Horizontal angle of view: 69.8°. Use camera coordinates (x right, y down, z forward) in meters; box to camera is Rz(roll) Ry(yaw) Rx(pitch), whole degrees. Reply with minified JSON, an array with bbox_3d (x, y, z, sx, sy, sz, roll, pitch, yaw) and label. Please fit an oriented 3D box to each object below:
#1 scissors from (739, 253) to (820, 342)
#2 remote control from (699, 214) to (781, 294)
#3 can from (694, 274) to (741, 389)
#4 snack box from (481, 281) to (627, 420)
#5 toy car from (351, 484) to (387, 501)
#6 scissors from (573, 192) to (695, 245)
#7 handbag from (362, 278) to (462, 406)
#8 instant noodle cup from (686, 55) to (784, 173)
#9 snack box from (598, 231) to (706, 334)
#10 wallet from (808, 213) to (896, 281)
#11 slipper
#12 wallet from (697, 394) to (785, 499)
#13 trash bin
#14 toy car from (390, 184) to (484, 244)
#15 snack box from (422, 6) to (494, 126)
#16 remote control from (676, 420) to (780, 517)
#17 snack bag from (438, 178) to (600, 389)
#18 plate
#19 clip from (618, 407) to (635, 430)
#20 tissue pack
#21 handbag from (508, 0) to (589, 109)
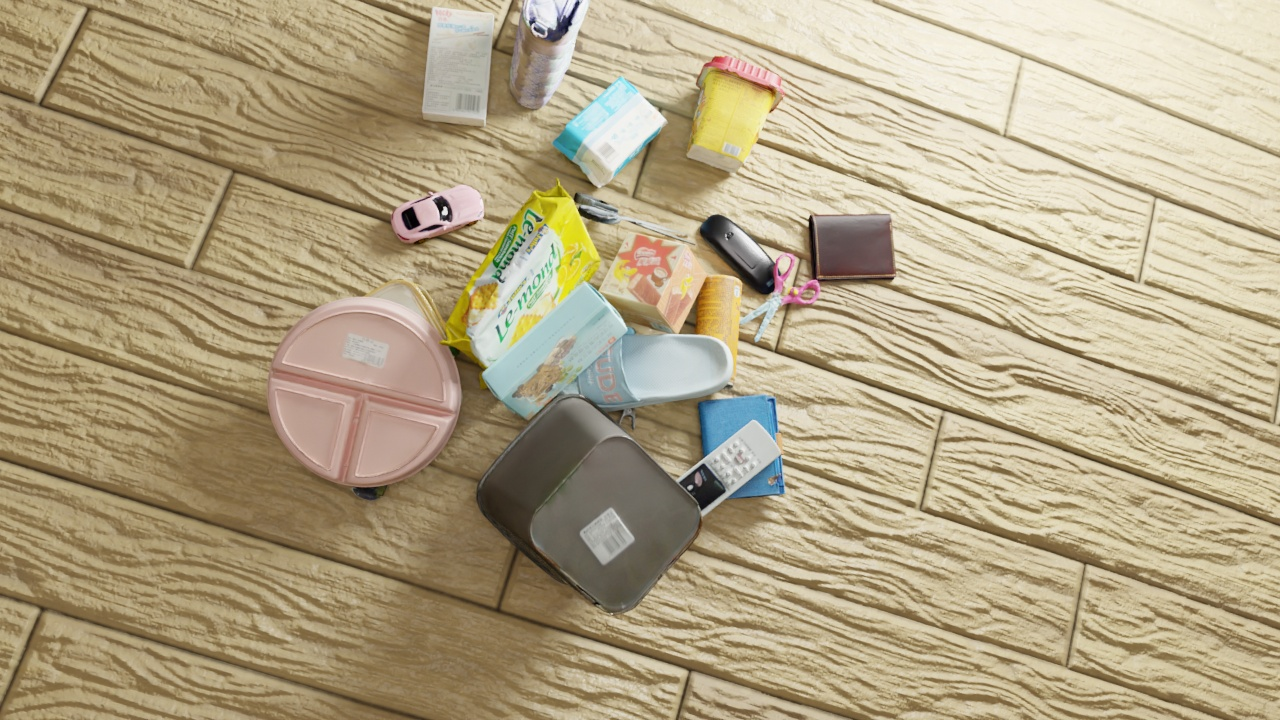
[{"bbox_3d":[0.181,-0.089,1.250,0.136,0.017,0.105,-29,105,-13],"label":"scissors"},{"bbox_3d":[0.140,-0.148,1.258,0.136,0.024,0.053,44,77,1],"label":"remote control"},{"bbox_3d":[0.101,-0.038,1.214,0.058,0.058,0.146,7,79,-8],"label":"can"},{"bbox_3d":[-0.102,-0.010,1.110,0.175,0.074,0.051,-42,59,0],"label":"snack box"},{"bbox_3d":[-0.323,0.128,1.128,0.042,0.035,0.090,20,85,-2],"label":"toy car"},{"bbox_3d":[-0.015,-0.188,1.219,0.173,0.159,0.014,31,114,26],"label":"scissors"},{"bbox_3d":[-0.302,0.008,1.128,0.163,0.063,0.178,-32,92,2],"label":"handbag"},{"bbox_3d":[0.121,-0.331,1.251,0.116,0.116,0.123,19,89,-4],"label":"instant noodle cup"},{"bbox_3d":[0.016,-0.100,1.183,0.093,0.077,0.094,18,74,32],"label":"snack box"},{"bbox_3d":[0.298,-0.159,1.289,0.122,0.020,0.096,-2,85,-10],"label":"wallet"},{"bbox_3d":[-0.007,0.007,1.156,0.245,0.074,0.104,-2,73,9],"label":"slipper"},{"bbox_3d":[0.133,0.114,1.201,0.106,0.040,0.133,-5,82,-1],"label":"wallet"},{"bbox_3d":[-0.055,0.167,1.047,0.199,0.220,0.198,45,81,-14],"label":"trash bin"},{"bbox_3d":[-0.264,-0.192,1.197,0.122,0.037,0.056,-22,85,-13],"label":"toy car"},{"bbox_3d":[-0.246,-0.398,1.243,0.084,0.027,0.156,4,79,-8],"label":"snack box"},{"bbox_3d":[0.106,0.141,1.170,0.150,0.021,0.058,-39,81,-2],"label":"remote control"},{"bbox_3d":[-0.147,-0.087,1.140,0.068,0.158,0.246,27,74,22],"label":"snack bag"},{"bbox_3d":[-0.330,0.039,1.088,0.229,0.028,0.229,0,94,-2],"label":"plate"},{"bbox_3d":[-0.015,0.062,1.196,0.029,0.024,0.056,9,84,-7],"label":"clip"},{"bbox_3d":[-0.039,-0.309,1.240,0.090,0.063,0.140,44,77,-1],"label":"tissue pack"},{"bbox_3d":[-0.117,-0.424,1.182,0.075,0.194,0.134,22,77,-7],"label":"handbag"}]
